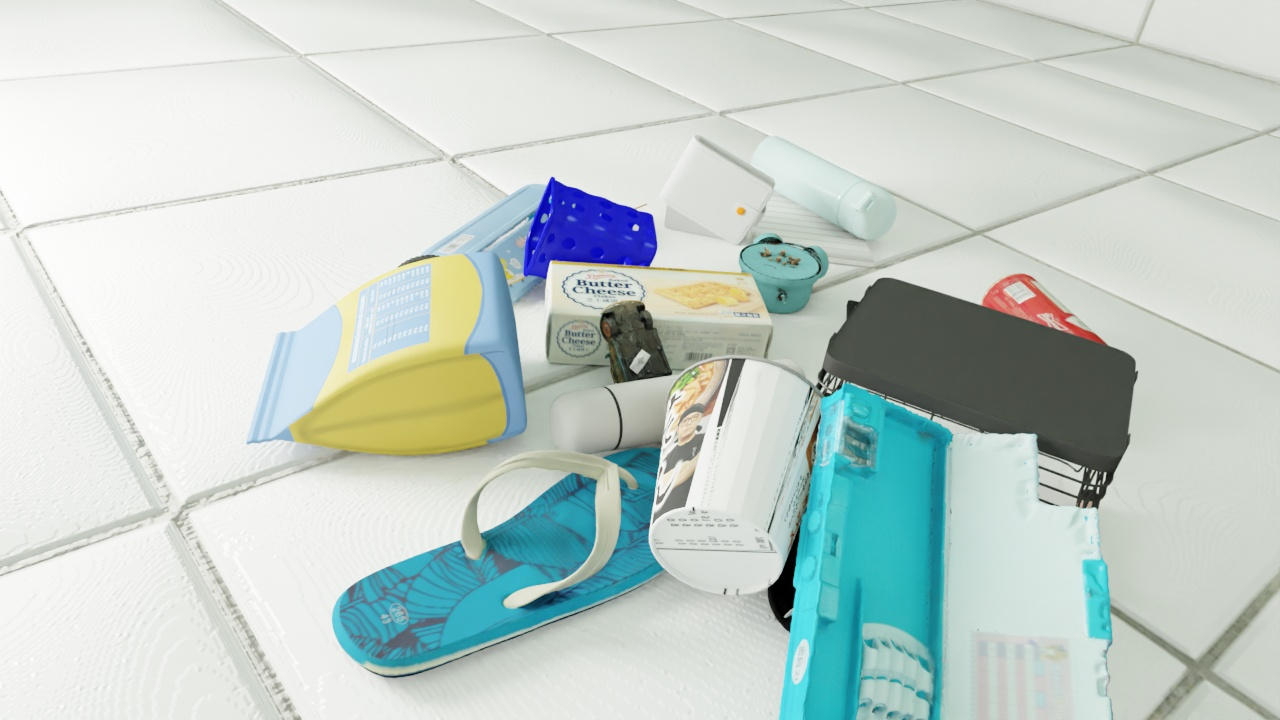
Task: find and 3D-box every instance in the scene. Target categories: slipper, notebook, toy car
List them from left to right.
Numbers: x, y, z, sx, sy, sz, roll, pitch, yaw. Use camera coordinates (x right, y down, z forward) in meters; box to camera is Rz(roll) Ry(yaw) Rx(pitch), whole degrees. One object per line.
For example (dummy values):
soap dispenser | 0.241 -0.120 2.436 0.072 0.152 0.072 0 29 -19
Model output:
slipper | -0.062 0.117 0.618 0.294 0.060 0.118 -20 45 -36
toy car | -0.005 0.005 0.802 0.047 0.047 0.112 -13 78 -29
notebook | 0.207 -0.177 1.168 0.142 0.009 0.209 6 33 -3

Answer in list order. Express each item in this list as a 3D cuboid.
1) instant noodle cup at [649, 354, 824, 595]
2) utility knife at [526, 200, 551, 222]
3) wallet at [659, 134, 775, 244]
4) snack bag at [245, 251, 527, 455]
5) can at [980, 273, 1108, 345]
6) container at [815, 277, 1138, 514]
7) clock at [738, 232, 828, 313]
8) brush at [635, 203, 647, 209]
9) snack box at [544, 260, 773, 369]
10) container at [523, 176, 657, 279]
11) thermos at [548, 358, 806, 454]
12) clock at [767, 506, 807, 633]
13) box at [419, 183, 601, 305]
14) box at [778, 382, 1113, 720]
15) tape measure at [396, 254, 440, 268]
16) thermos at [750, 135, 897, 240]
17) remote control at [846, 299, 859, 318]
instant noodle cup | 0.062 0.082 0.618 0.124 0.124 0.121 13 43 9
utility knife | -0.123 -0.150 1.056 0.031 0.015 0.174 9 35 5
wallet | 0.086 -0.188 1.090 0.118 0.116 0.037 30 34 -5
snack bag | -0.203 0.001 0.743 0.205 0.102 0.158 -11 35 -4
can | 0.407 -0.022 0.916 0.067 0.067 0.170 -1 34 -12
container | 0.248 0.050 0.714 0.241 0.130 0.162 21 35 20
clock | 0.153 -0.098 0.995 0.090 0.053 0.124 21 36 19
brush | -0.035 -0.163 1.089 0.048 0.017 0.126 28 38 29
snack box | 0.013 -0.043 0.879 0.208 0.058 0.104 3 33 -7
container | -0.051 -0.119 0.933 0.113 0.085 0.084 17 36 -17
thermos | 0.034 0.037 0.753 0.223 0.052 0.052 -8 36 -27
clock | 0.136 0.143 0.631 0.091 0.043 0.120 14 33 10
box | -0.131 -0.137 0.997 0.127 0.034 0.208 22 43 21
box | 0.182 0.135 0.557 0.182 0.072 0.226 12 58 4
tape measure | -0.211 -0.075 0.904 0.067 0.038 0.062 24 44 28
thermos | 0.232 -0.220 1.170 0.207 0.065 0.078 40 1 38
remote control | 0.286 -0.029 0.947 0.150 0.022 0.047 13 33 6
